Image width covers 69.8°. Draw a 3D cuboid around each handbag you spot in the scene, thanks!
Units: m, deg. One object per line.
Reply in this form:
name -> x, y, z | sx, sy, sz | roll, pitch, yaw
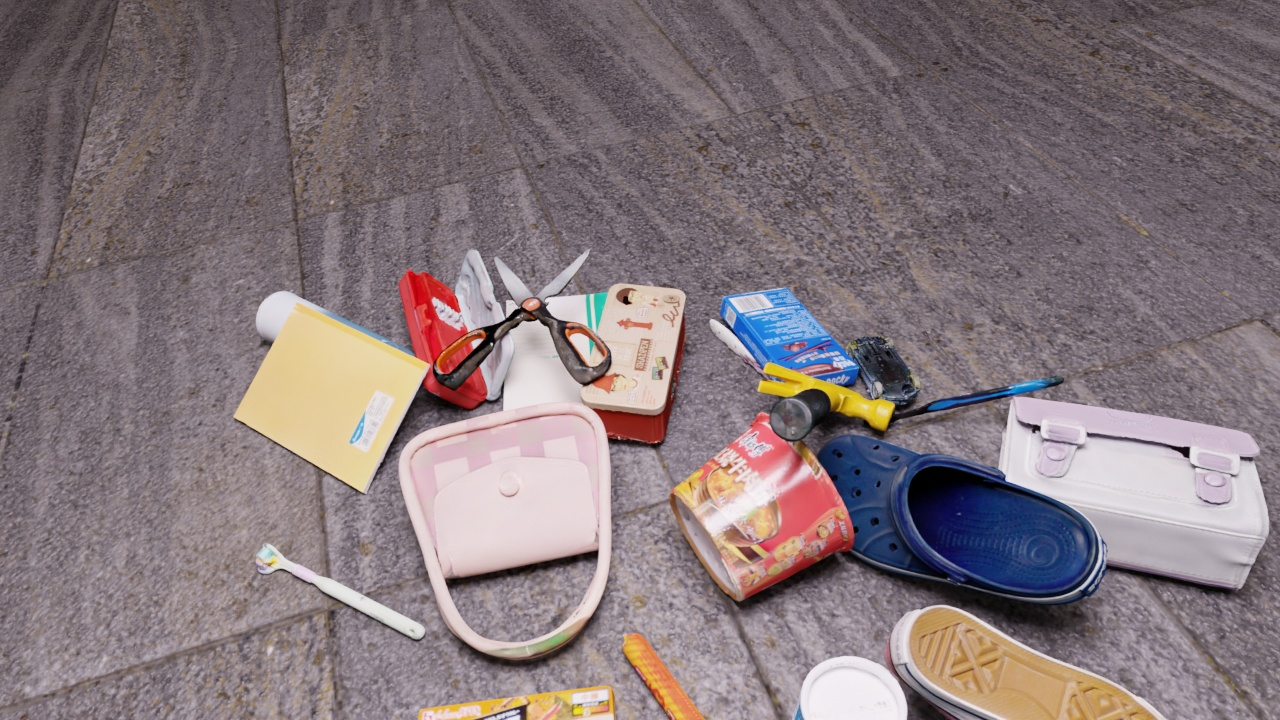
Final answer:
handbag -> 0.418, 0.103, 0.800 | 0.197, 0.099, 0.144 | 9, 37, 19
handbag -> -0.110, 0.157, 0.821 | 0.193, 0.093, 0.233 | -11, 51, -4

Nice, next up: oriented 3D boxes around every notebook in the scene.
notebook -> -0.078, -0.006, 1.033 | 0.150, 0.012, 0.208 | -6, 43, -2
notebook -> -0.329, 0.034, 0.966 | 0.206, 0.010, 0.145 | 22, 82, 27

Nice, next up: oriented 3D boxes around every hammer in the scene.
hammer -> 0.149, 0.038, 0.787 | 0.129, 0.033, 0.300 | 19, 6, 15

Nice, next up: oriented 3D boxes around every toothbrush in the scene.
toothbrush -> 0.133, 0.005, 0.992 | 0.017, 0.016, 0.187 | -21, 44, -26
toothbrush -> -0.270, 0.209, 0.822 | 0.190, 0.029, 0.020 | 18, 7, 22
toothbrush -> 0.309, 0.038, 0.890 | 0.190, 0.014, 0.016 | -15, 24, 24

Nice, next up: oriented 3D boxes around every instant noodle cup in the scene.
instant noodle cup -> 0.145, 0.265, 0.644 | 0.099, 0.110, 0.099 | -4, 43, 4
instant noodle cup -> 0.098, 0.133, 0.784 | 0.108, 0.138, 0.138 | -31, 48, -12

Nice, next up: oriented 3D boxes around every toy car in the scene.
toy car -> 0.252, 0.012, 0.958 | 0.049, 0.031, 0.105 | -12, 39, -7

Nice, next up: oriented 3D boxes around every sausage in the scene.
sausage -> 0.032, 0.272, 0.714 | 0.021, 0.021, 0.165 | -27, 46, -21

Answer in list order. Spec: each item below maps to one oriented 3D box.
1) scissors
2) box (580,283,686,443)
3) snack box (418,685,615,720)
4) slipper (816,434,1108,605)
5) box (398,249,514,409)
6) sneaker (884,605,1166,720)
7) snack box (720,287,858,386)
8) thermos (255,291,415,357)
scissors -> -0.113, -0.041, 0.948 | 0.221, 0.022, 0.232 | 31, 61, 32
box -> -0.005, 0.006, 0.959 | 0.091, 0.078, 0.167 | 6, 49, 8
snack box -> -0.094, 0.297, 0.700 | 0.154, 0.026, 0.075 | -7, 43, 0
slipper -> 0.240, 0.127, 0.749 | 0.253, 0.095, 0.105 | 17, 74, 42
box -> -0.195, -0.047, 1.023 | 0.100, 0.095, 0.201 | -44, 43, 16
sneaker -> 0.279, 0.260, 0.655 | 0.241, 0.088, 0.118 | 31, 64, 6
snack box -> 0.159, -0.023, 0.997 | 0.084, 0.026, 0.157 | -10, 40, -21
thermos -> -0.339, -0.017, 1.033 | 0.221, 0.070, 0.070 | 22, 50, 28
